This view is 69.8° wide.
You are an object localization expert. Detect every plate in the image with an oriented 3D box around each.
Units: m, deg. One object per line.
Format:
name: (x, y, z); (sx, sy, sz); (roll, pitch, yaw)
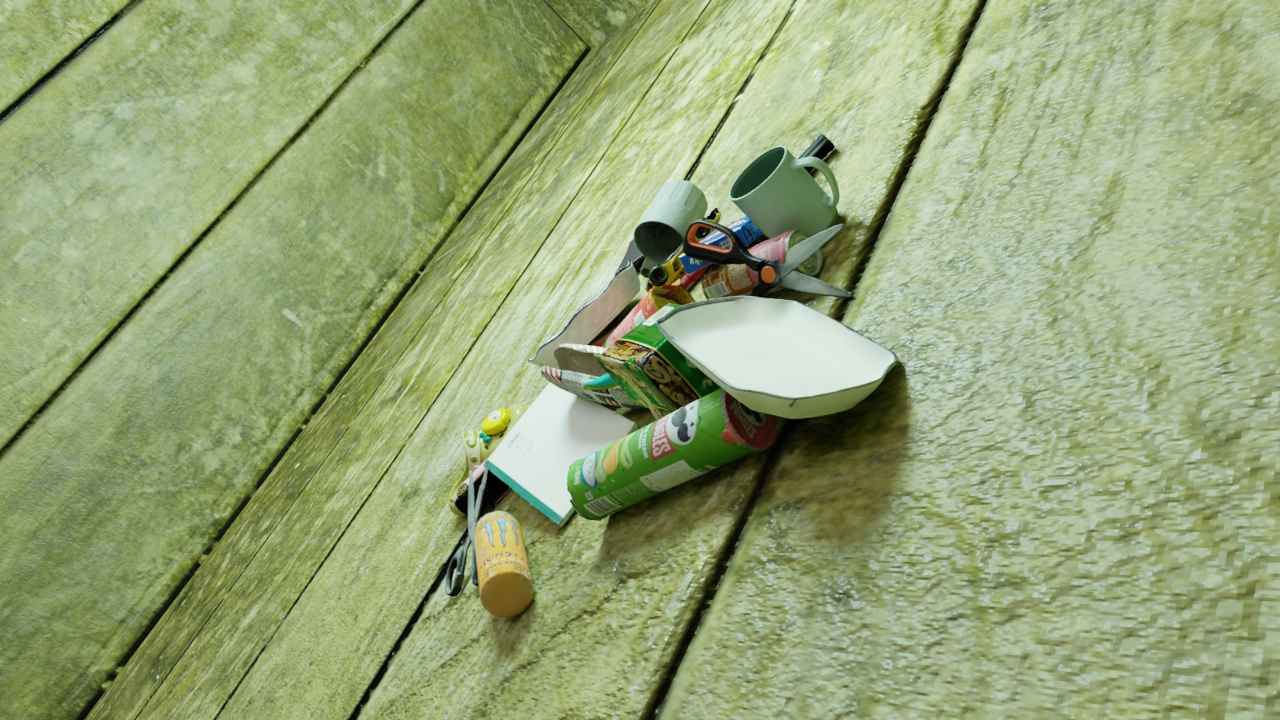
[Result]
plate: (0.118, -0.006, 0.847); (0.161, 0.034, 0.266); (-11, 23, -18)
plate: (-0.075, -0.059, 1.331); (0.205, 0.045, 0.204); (-43, 6, 6)

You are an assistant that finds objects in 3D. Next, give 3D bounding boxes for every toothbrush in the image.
toothbrush: (0.171, -0.209, 1.205); (0.213, 0.026, 0.027); (-47, 54, 10)

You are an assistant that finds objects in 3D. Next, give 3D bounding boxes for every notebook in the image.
notebook: (-0.105, 0.108, 1.146); (0.150, 0.012, 0.209); (-52, 36, -11)

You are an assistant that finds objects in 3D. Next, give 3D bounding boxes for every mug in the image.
mug: (0.176, -0.183, 1.039); (0.112, 0.106, 0.082); (-27, 29, 44)
mug: (0.041, -0.195, 1.372); (0.103, 0.083, 0.124); (-63, 1, -35)

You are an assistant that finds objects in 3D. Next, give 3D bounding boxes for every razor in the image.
razor: (-0.006, 0.006, 1.052); (0.132, 0.028, 0.043); (-27, 21, -16)

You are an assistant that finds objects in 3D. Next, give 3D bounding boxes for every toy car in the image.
toy car: (0.061, -0.145, 1.269); (0.156, 0.041, 0.071); (-49, 1, 6)
toy car: (-0.202, 0.163, 1.249); (0.122, 0.056, 0.037); (-45, 29, 7)

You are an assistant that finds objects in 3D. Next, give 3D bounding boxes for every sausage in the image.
sausage: (0.060, -0.104, 1.246); (0.156, 0.020, 0.020); (-46, 22, 5)

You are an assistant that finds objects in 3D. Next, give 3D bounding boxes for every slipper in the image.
slipper: (-0.221, 0.133, 1.303); (0.190, 0.081, 0.091); (-51, 24, 1)

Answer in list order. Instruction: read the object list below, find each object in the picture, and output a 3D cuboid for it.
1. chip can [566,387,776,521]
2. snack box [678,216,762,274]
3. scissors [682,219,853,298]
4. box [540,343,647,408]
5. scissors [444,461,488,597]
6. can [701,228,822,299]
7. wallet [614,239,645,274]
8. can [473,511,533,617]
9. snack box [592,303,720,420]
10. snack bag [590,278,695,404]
chip can: (0.023, 0.095, 0.914); (0.237, 0.072, 0.072); (-30, 28, 39)
snack box: (0.109, -0.150, 1.128); (0.085, 0.026, 0.156); (-24, 9, 26)
scissors: (0.127, -0.086, 0.998); (0.221, 0.021, 0.224); (41, 127, 31)
box: (-0.055, 0.032, 1.121); (0.164, 0.074, 0.079); (10, 46, 35)
scissors: (-0.213, 0.220, 1.168); (0.159, 0.014, 0.172); (-60, 34, 6)
can: (0.135, -0.102, 1.047); (0.148, 0.058, 0.057); (-19, 36, 51)
wallet: (0.001, -0.181, 1.490); (0.097, 0.020, 0.122); (-31, 25, 38)
can: (-0.158, 0.230, 1.048); (0.058, 0.058, 0.146); (-47, 22, 5)
snack box: (0.035, 0.000, 0.995); (0.105, 0.117, 0.118); (-49, 24, -13)
snack bag: (-0.018, -0.015, 1.194); (0.208, 0.073, 0.128); (-40, 30, 36)
